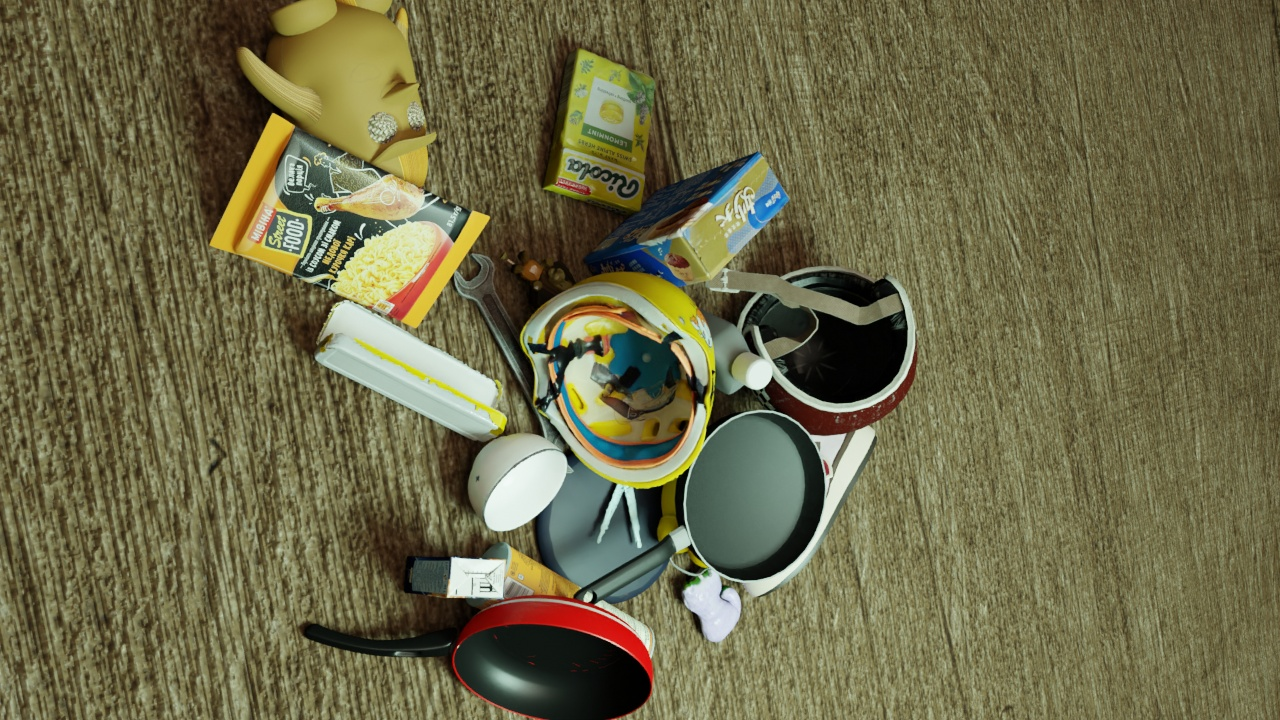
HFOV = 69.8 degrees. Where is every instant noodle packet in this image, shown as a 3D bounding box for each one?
[{"bbox_3d":[-0.286,-0.128,0.909,0.220,0.160,0.032,24,32,-29],"label":"instant noodle packet"}]

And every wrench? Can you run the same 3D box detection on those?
[{"bbox_3d":[-0.135,0.004,1.049,0.069,0.010,0.273,-32,99,-29],"label":"wrench"}]

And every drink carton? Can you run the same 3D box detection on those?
[{"bbox_3d":[-0.193,0.221,0.939,0.064,0.130,0.040,12,74,-31],"label":"drink carton"}]

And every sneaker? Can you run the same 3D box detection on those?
[{"bbox_3d":[0.200,0.170,1.217,0.116,0.112,0.293,39,67,-1],"label":"sneaker"}]

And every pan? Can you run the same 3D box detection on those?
[{"bbox_3d":[0.069,0.189,1.064,0.354,0.044,0.204,-25,104,-25],"label":"pan"},{"bbox_3d":[-0.050,0.116,1.101,0.198,0.021,0.356,-14,94,-32],"label":"pan"},{"bbox_3d":[-0.161,0.299,0.954,0.356,0.209,0.067,15,44,-6],"label":"pan"}]

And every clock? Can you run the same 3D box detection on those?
[{"bbox_3d":[0.073,0.189,1.137,0.113,0.052,0.151,33,63,-36],"label":"clock"}]

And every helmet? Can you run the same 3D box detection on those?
[{"bbox_3d":[-0.006,0.006,1.026,0.139,0.209,0.240,-56,136,-56],"label":"helmet"},{"bbox_3d":[0.225,-0.021,1.151,0.233,0.253,0.233,-21,78,-1],"label":"helmet"}]

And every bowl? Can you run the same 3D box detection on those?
[{"bbox_3d":[-0.142,0.125,1.003,0.113,0.063,0.114,-34,146,-27],"label":"bowl"}]

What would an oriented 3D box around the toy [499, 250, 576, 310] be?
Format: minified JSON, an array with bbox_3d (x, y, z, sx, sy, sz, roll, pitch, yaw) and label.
[{"bbox_3d":[-0.115,-0.094,1.052,0.100,0.063,0.076,36,49,-19],"label":"toy"}]

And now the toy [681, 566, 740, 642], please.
[{"bbox_3d":[0.092,0.304,1.169,0.080,0.037,0.100,-39,112,-38],"label":"toy"}]

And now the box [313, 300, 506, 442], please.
[{"bbox_3d":[-0.231,0.014,0.960,0.209,0.080,0.079,31,73,-26],"label":"box"}]

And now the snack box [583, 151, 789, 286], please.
[{"bbox_3d":[0.049,-0.152,1.073,0.154,0.203,0.069,-46,110,-26],"label":"snack box"}]

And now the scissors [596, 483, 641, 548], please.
[{"bbox_3d":[-0.011,0.139,1.101,0.138,0.028,0.170,-6,90,-36],"label":"scissors"}]

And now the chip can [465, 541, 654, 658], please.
[{"bbox_3d":[-0.087,0.287,1.032,0.215,0.075,0.075,37,69,-25],"label":"chip can"}]

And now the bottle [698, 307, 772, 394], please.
[{"bbox_3d":[0.092,-0.008,1.092,0.046,0.174,0.084,-37,121,-15],"label":"bottle"}]

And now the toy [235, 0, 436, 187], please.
[{"bbox_3d":[-0.277,-0.251,0.910,0.198,0.163,0.203,-38,118,-44],"label":"toy"}]

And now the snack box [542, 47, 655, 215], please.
[{"bbox_3d":[-0.044,-0.279,1.116,0.121,0.045,0.180,14,80,-31],"label":"snack box"}]
